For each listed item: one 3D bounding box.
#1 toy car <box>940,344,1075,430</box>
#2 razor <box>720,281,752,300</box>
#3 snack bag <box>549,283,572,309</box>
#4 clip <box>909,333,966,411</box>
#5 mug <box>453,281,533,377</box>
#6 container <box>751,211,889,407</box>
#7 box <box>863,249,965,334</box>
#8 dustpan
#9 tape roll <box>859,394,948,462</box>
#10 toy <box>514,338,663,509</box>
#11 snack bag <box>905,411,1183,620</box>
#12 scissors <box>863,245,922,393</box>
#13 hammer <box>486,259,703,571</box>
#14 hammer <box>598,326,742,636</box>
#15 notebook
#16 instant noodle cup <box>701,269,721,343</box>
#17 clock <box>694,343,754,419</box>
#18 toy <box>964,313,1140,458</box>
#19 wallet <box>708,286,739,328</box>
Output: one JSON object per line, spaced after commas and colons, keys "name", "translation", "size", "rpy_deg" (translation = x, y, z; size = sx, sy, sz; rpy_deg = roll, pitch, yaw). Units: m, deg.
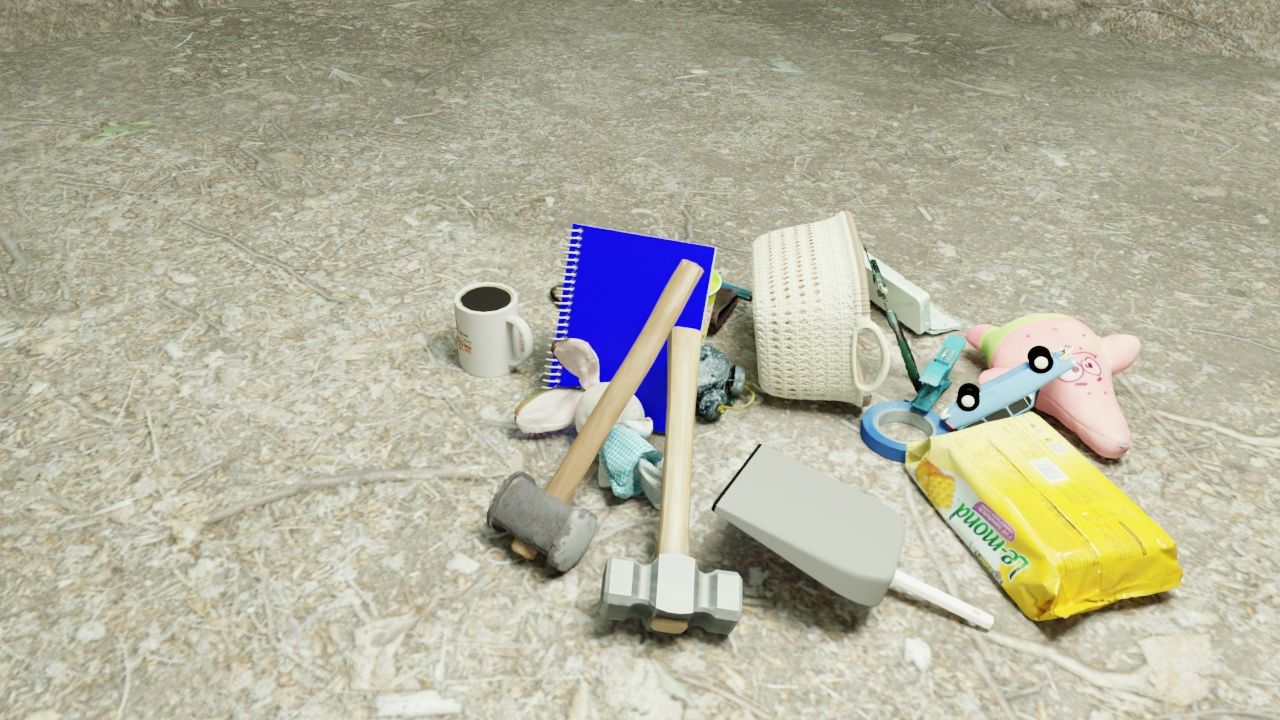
{"name": "toy car", "translation": [0.403, 0.033, 0.999], "size": [0.055, 0.154, 0.056], "rpy_deg": [59, 23, 3]}
{"name": "razor", "translation": [0.094, -0.112, 1.289], "size": [0.144, 0.022, 0.042], "rpy_deg": [22, 76, 20]}
{"name": "snack bag", "translation": [-0.059, -0.064, 1.210], "size": [0.074, 0.018, 0.155], "rpy_deg": [-14, 37, -22]}
{"name": "clip", "translation": [0.345, 0.005, 1.049], "size": [0.028, 0.113, 0.126], "rpy_deg": [22, 40, 26]}
{"name": "mug", "translation": [-0.171, -0.032, 1.096], "size": [0.105, 0.090, 0.073], "rpy_deg": [24, 40, 28]}
{"name": "container", "translation": [0.207, -0.061, 1.088], "size": [0.143, 0.185, 0.245], "rpy_deg": [-4, 31, 9]}
{"name": "box", "translation": [0.340, -0.106, 1.251], "size": [0.125, 0.075, 0.197], "rpy_deg": [2, 31, -36]}
{"name": "dustpan", "translation": [0.200, 0.169, 0.837], "size": [0.258, 0.033, 0.162], "rpy_deg": [25, 22, 14]}
{"name": "tape roll", "translation": [0.294, 0.079, 1.024], "size": [0.092, 0.016, 0.091], "rpy_deg": [-25, 43, -34]}
{"name": "toy", "translation": [-0.019, 0.072, 0.959], "size": [0.205, 0.131, 0.105], "rpy_deg": [42, 29, 27]}
{"name": "snack bag", "translation": [0.389, 0.142, 0.894], "size": [0.159, 0.068, 0.247], "rpy_deg": [-8, 36, -17]}
{"name": "scissors", "translation": [0.301, -0.051, 1.096], "size": [0.015, 0.204, 0.201], "rpy_deg": [-20, 0, 17]}
{"name": "hammer", "translation": [-0.028, 0.043, 0.884], "size": [0.098, 0.052, 0.328], "rpy_deg": [26, 78, 29]}
{"name": "hammer", "translation": [0.035, 0.099, 0.870], "size": [0.117, 0.051, 0.322], "rpy_deg": [9, 52, -4]}
{"name": "notebook", "translation": [-0.017, -0.036, 1.017], "size": [0.172, 0.209, 0.022], "rpy_deg": [11, 9, 13]}
{"name": "instant noodle cup", "translation": [0.046, -0.055, 1.124], "size": [0.099, 0.108, 0.098], "rpy_deg": [1, 34, -1]}
{"name": "clock", "translation": [0.070, 0.024, 1.060], "size": [0.129, 0.052, 0.090], "rpy_deg": [20, 38, 25]}
{"name": "toy", "translation": [0.484, 0.018, 1.060], "size": [0.192, 0.097, 0.236], "rpy_deg": [-16, 44, -4]}
{"name": "wallet", "translation": [0.071, -0.077, 1.224], "size": [0.099, 0.031, 0.119], "rpy_deg": [13, 26, 16]}
